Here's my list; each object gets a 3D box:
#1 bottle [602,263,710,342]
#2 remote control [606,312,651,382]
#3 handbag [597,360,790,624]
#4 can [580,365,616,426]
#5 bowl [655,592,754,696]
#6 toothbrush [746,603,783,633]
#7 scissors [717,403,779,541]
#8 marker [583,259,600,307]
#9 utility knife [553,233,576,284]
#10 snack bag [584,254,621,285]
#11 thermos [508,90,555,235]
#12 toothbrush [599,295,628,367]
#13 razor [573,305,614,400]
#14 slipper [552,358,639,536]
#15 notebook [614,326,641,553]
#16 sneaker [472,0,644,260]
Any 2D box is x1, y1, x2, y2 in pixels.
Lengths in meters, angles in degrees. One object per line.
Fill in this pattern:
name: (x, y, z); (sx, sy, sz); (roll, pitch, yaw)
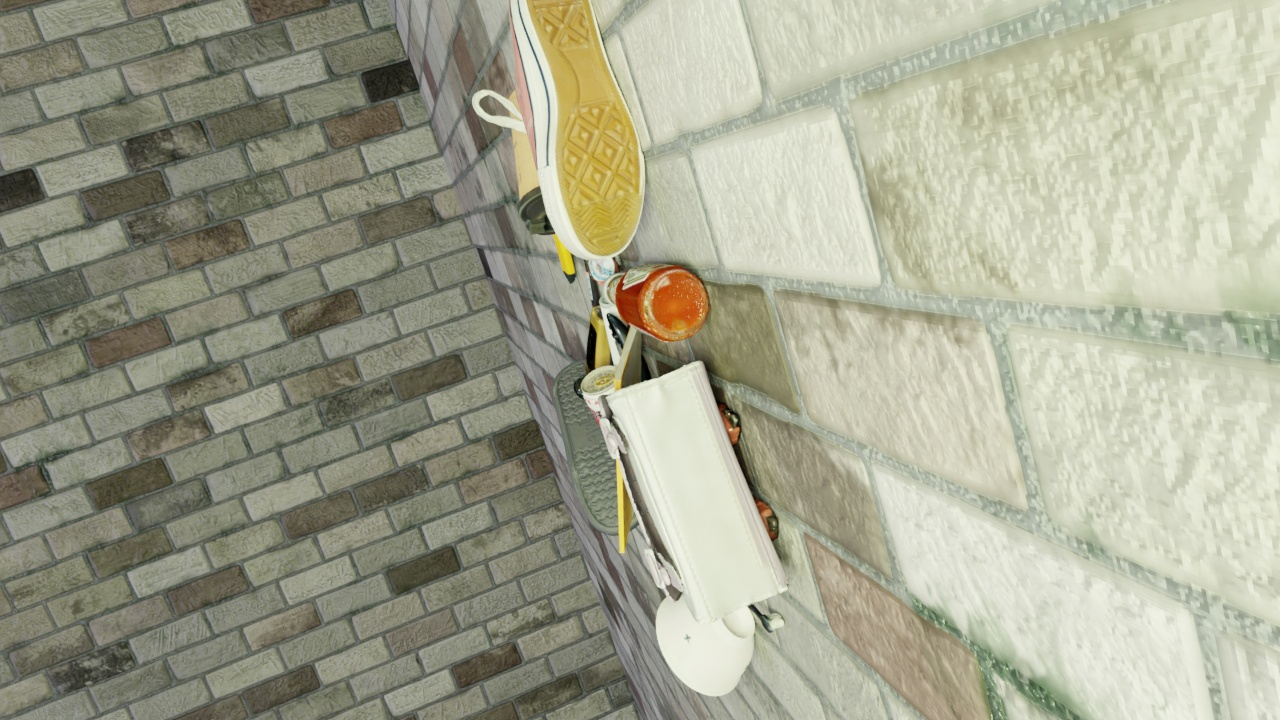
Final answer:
bottle: (0.004, -0.056, 0.805); (0.206, 0.059, 0.060); (-150, 41, -74)
remote control: (-0.006, 0.006, 1.033); (0.053, 0.024, 0.136); (-125, 14, -65)
handbag: (0.035, 0.108, 0.780); (0.145, 0.098, 0.197); (135, 115, -84)
can: (-0.022, 0.071, 1.090); (0.133, 0.053, 0.053); (64, 174, -33)
bowl: (0.082, 0.285, 0.972); (0.065, 0.118, 0.118); (-45, 58, 34)
toothbrush: (0.110, 0.242, 0.933); (0.181, 0.018, 0.015); (-171, 63, -80)
scissors: (0.075, 0.094, 0.839); (0.225, 0.015, 0.189); (87, 160, -58)
marker: (-0.056, -0.083, 1.150); (0.018, 0.015, 0.124); (-132, 27, -59)
utility knife: (-0.111, -0.186, 1.223); (0.033, 0.015, 0.178); (39, 147, 58)
snack bag: (-0.038, -0.104, 0.990); (0.105, 0.026, 0.045); (165, 88, -77)
thermos: (-0.089, -0.202, 0.919); (0.093, 0.093, 0.143); (111, 145, -73)
toothbrush: (-0.016, 0.017, 1.097); (0.027, 0.026, 0.221); (44, 153, 48)
razor: (-0.052, -0.005, 1.150); (0.168, 0.067, 0.062); (95, 152, -51)
slipper: (-0.043, 0.119, 1.255); (0.083, 0.111, 0.267); (57, -171, -56)
notebook: (-0.011, 0.075, 0.957); (0.145, 0.010, 0.207); (-74, -15, -61)
sneaker: (-0.065, -0.197, 0.765); (0.088, 0.118, 0.241); (-11, 93, 61)
